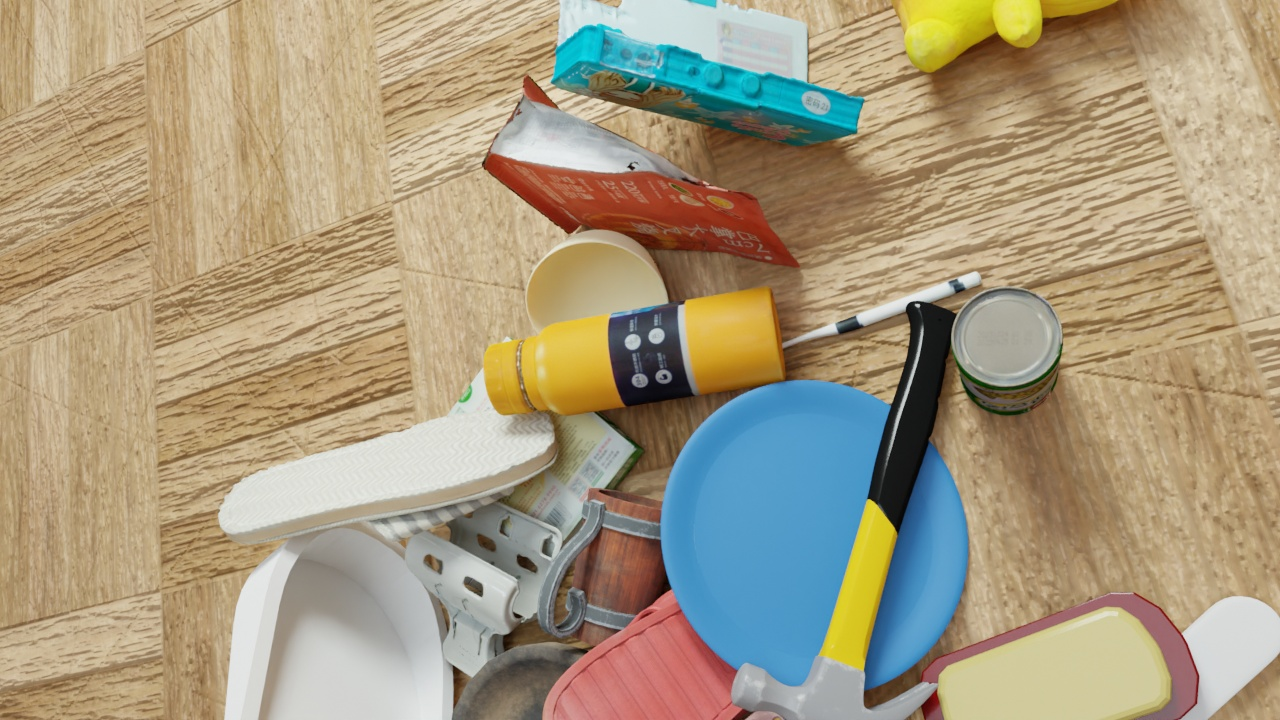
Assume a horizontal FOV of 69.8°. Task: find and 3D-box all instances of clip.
[{"bbox_3d":[-0.140,0.191,0.757,0.127,0.105,0.151,18,88,36],"label":"clip"}]

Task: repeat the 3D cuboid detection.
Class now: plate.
[{"bbox_3d":[0.125,0.125,0.670,0.224,0.024,0.224,1,74,-4],"label":"plate"}]

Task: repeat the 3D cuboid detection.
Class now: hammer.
[{"bbox_3d":[0.173,0.106,0.652,0.127,0.029,0.323,21,73,1],"label":"hammer"}]

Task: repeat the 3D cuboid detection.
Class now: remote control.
[{"bbox_3d":[0.357,0.208,0.596,0.136,0.013,0.043,-47,66,7],"label":"remote control"}]

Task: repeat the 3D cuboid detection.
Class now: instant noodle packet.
[{"bbox_3d":[0.011,-0.128,0.731,0.221,0.164,0.084,25,87,26],"label":"instant noodle packet"}]

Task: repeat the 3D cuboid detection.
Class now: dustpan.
[{"bbox_3d":[-0.220,0.234,0.720,0.053,0.191,0.257,-40,36,10],"label":"dustpan"}]

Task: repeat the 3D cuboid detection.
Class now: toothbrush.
[{"bbox_3d":[0.176,-0.029,0.725,0.187,0.012,0.017,-21,85,17],"label":"toothbrush"}]

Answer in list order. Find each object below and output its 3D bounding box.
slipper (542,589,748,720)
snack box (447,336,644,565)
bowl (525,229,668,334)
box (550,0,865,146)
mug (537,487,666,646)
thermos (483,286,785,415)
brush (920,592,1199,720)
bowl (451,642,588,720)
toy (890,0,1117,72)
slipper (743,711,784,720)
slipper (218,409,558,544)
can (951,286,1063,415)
[{"bbox_3d":[0.045,0.217,0.676,0.248,0.059,0.103,-29,75,-15],"label":"slipper"},{"bbox_3d":[-0.098,0.079,0.807,0.168,0.027,0.132,39,94,25],"label":"snack box"},{"bbox_3d":[-0.033,-0.064,0.779,0.118,0.118,0.073,-19,30,18],"label":"bowl"},{"bbox_3d":[0.045,-0.230,0.726,0.168,0.227,0.087,-105,30,-47],"label":"box"},{"bbox_3d":[-0.027,0.161,0.713,0.082,0.117,0.111,11,86,42],"label":"mug"},{"bbox_3d":[-0.004,0.004,0.731,0.233,0.091,0.076,-10,35,12],"label":"thermos"},{"bbox_3d":[0.271,0.215,0.605,0.174,0.042,0.082,-29,61,18],"label":"brush"},{"bbox_3d":[-0.065,0.304,0.721,0.162,0.070,0.162,-5,77,22],"label":"bowl"},{"bbox_3d":[0.286,-0.289,0.694,0.194,0.087,0.134,-24,67,15],"label":"toy"},{"bbox_3d":[0.064,0.323,0.643,0.197,0.093,0.081,-45,39,4],"label":"slipper"},{"bbox_3d":[-0.200,0.100,0.747,0.272,0.114,0.054,-13,116,-8],"label":"slipper"},{"bbox_3d":[0.250,-0.003,0.627,0.067,0.121,0.067,-5,77,22],"label":"can"}]
